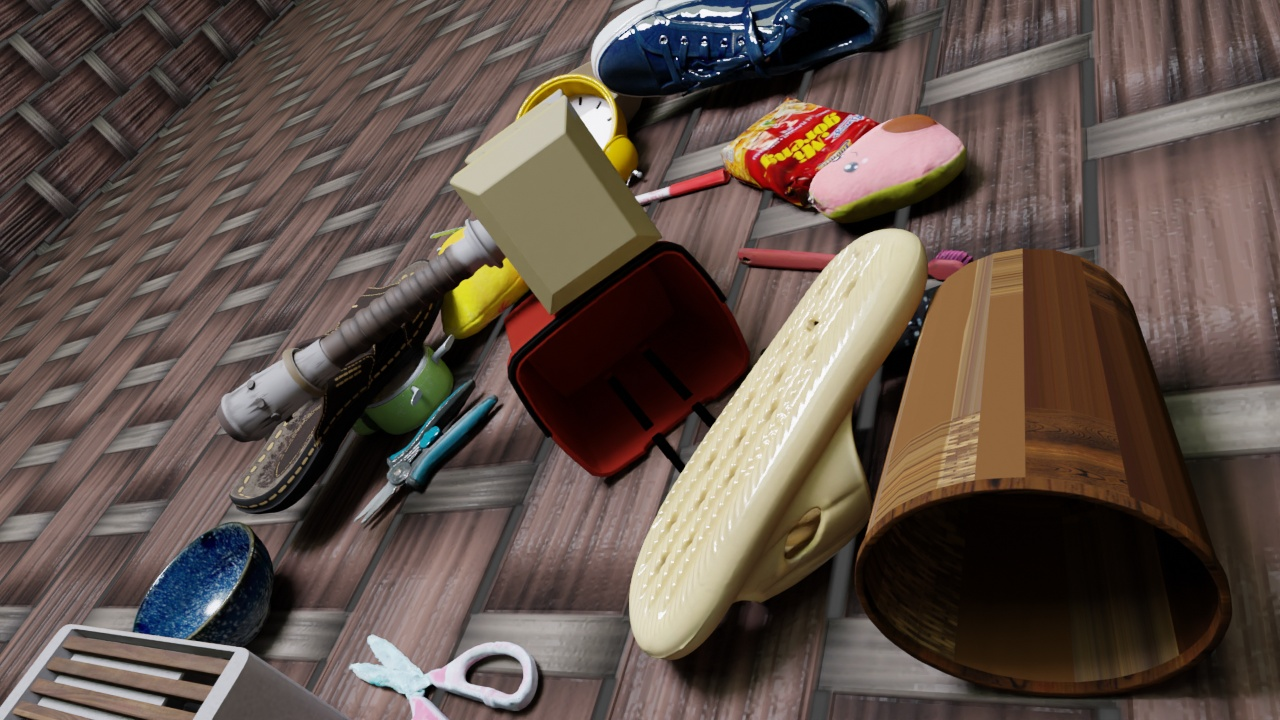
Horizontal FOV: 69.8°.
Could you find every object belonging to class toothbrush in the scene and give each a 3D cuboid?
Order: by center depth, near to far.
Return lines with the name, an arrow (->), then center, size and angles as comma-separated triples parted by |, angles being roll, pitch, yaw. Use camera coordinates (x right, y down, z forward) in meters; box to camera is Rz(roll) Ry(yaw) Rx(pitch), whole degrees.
toothbrush -> 0.145, -0.072, 0.652 | 0.190, 0.016, 0.016 | 11, 51, 47

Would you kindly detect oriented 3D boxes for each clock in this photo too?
clock -> -0.217, 0.025, 0.824 | 0.120, 0.042, 0.094 | -6, 44, 35
clock -> -0.064, -0.217, 0.931 | 0.114, 0.052, 0.152 | -29, 72, 13

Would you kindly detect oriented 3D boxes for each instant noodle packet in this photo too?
instant noodle packet -> 0.134, -0.176, 0.764 | 0.098, 0.040, 0.135 | -34, 33, -8

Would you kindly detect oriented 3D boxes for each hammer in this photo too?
hammer -> -0.156, -0.046, 0.632 | 0.325, 0.101, 0.190 | -35, 18, 6

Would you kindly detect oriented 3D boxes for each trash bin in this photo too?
trash bin -> -0.295, 0.250, 0.565 | 0.229, 0.114, 0.114 | -7, 44, 35

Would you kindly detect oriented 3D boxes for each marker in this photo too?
marker -> 0.018, -0.156, 0.860 | 0.142, 0.013, 0.012 | -10, 43, 33

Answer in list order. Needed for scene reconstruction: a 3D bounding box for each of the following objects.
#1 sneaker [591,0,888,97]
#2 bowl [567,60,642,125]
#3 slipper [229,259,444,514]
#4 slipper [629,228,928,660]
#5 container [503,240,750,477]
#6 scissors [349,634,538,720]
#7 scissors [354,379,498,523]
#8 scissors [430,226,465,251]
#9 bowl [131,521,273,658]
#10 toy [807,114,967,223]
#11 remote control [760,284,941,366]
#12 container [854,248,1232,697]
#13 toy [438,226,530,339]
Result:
sneaker -> 0.089, -0.298, 0.874 | 0.295, 0.121, 0.127 | -9, 51, 16
bowl -> -0.057, -0.280, 1.033 | 0.152, 0.050, 0.152 | -22, 38, 18
slipper -> -0.261, 0.008, 0.776 | 0.113, 0.076, 0.267 | 3, 53, 42
slipper -> 0.087, 0.051, 0.500 | 0.261, 0.079, 0.111 | -58, 17, -1
container -> -0.004, 0.004, 0.606 | 0.148, 0.127, 0.201 | -38, 28, -2
scissors -> -0.128, 0.195, 0.579 | 0.102, 0.016, 0.179 | -51, 34, -18
scissors -> -0.177, 0.071, 0.755 | 0.128, 0.019, 0.141 | -14, 47, 19
scissors -> -0.143, -0.143, 0.909 | 0.134, 0.015, 0.134 | -28, -2, -40
bowl -> -0.325, 0.188, 0.711 | 0.114, 0.061, 0.114 | -22, 39, 19
toy -> 0.176, -0.136, 0.668 | 0.110, 0.051, 0.090 | -31, 34, 9
remote control -> 0.149, -0.012, 0.575 | 0.150, 0.022, 0.047 | -20, 37, 19
container -> 0.173, 0.039, 0.411 | 0.132, 0.132, 0.166 | -12, 36, 31
toy -> -0.110, -0.104, 0.842 | 0.194, 0.087, 0.134 | -26, 41, 19
